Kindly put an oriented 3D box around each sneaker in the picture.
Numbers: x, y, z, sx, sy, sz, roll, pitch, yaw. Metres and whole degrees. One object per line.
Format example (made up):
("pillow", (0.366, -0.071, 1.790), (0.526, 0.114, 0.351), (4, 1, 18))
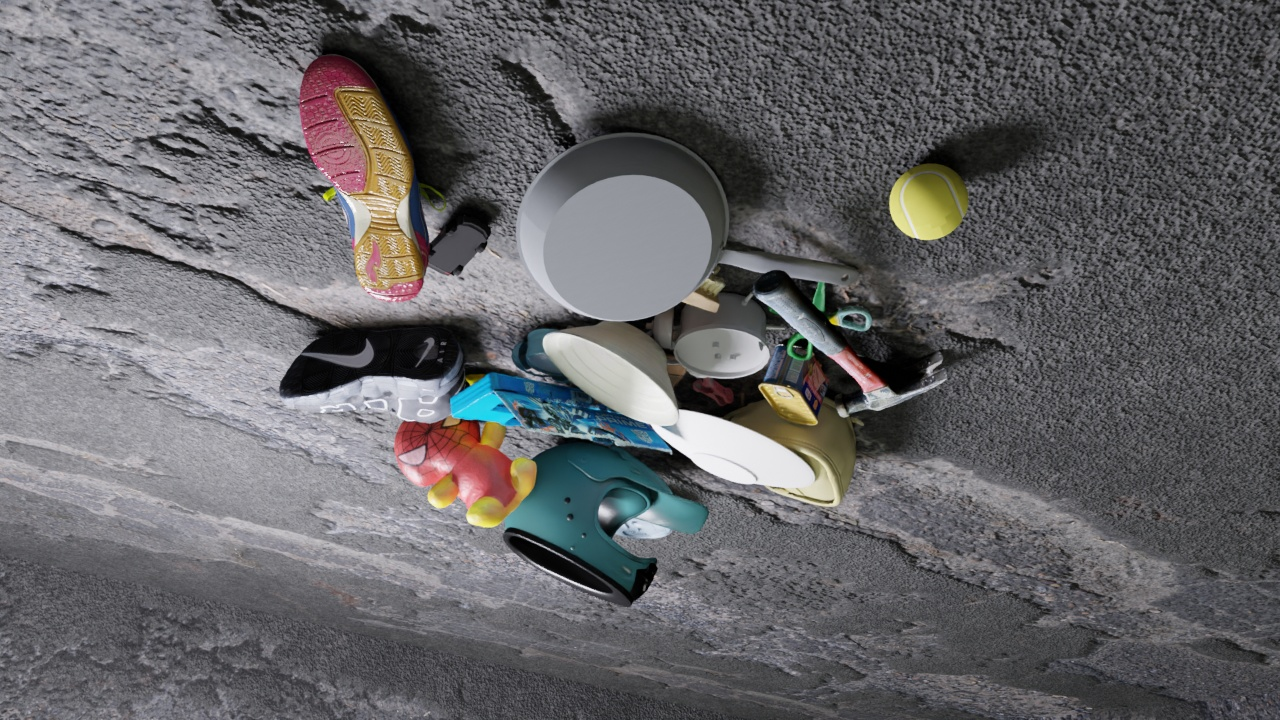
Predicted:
("sneaker", (-0.252, -0.171, 0.848), (0.116, 0.090, 0.242), (-1, 130, 3))
("sneaker", (-0.327, 0.036, 1.185), (0.253, 0.097, 0.151), (-7, 145, 13))

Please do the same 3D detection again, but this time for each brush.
("brush", (0.036, -0.094, 0.936), (0.117, 0.049, 0.039), (23, 128, -26))

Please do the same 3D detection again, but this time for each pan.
("pan", (0.059, -0.101, 0.878), (0.356, 0.050, 0.201), (10, 126, -17))

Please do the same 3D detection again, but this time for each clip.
("clip", (0.097, 0.036, 1.175), (0.060, 0.023, 0.044), (20, 150, -11))

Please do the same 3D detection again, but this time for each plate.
("plate", (0.113, 0.129, 1.201), (0.229, 0.030, 0.230), (21, 161, 7))

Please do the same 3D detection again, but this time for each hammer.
("hammer", (0.219, -0.018, 0.987), (0.141, 0.036, 0.326), (-22, 147, 27))

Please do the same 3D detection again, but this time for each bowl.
("bowl", (-0.021, 0.002, 1.040), (0.177, 0.057, 0.177), (27, 159, 11))

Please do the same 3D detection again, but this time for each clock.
("clock", (0.075, -0.021, 1.038), (0.160, 0.061, 0.120), (-15, 143, 31))
("clock", (-0.113, -0.005, 1.135), (0.087, 0.041, 0.123), (21, 153, -22))
("clock", (-0.020, 0.250, 1.527), (0.158, 0.058, 0.117), (-3, 148, 17))

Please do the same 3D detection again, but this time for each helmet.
("helmet", (-0.056, 0.224, 1.340), (0.275, 0.199, 0.177), (23, 152, 17))

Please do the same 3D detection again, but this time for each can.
("can", (0.185, 0.029, 1.090), (0.054, 0.059, 0.100), (9, 156, 33))

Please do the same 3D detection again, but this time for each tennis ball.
("tennis ball", (0.250, -0.138, 0.797), (0.065, 0.065, 0.065), (5, 150, 3))

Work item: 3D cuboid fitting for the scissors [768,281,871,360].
("scissors", (0.199, -0.045, 1.002), (0.130, 0.011, 0.126), (-6, 139, -4))

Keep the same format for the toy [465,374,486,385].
("toy", (-0.208, 0.049, 1.240), (0.095, 0.041, 0.094), (2, 145, 9))

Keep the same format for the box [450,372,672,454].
("box", (-0.093, 0.062, 1.155), (0.243, 0.070, 0.171), (13, 175, -44))

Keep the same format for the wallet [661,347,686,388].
("wallet", (-0.007, 0.007, 1.140), (0.121, 0.026, 0.099), (13, 148, -12))

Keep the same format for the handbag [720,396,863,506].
("handbag", (0.209, 0.120, 1.245), (0.191, 0.088, 0.233), (4, 154, 36))

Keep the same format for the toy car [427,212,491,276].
("toy car", (-0.190, -0.122, 0.947), (0.042, 0.036, 0.092), (29, 134, -30))

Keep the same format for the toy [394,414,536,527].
("toy", (-0.251, 0.142, 1.281), (0.216, 0.147, 0.099), (33, 147, 25))
